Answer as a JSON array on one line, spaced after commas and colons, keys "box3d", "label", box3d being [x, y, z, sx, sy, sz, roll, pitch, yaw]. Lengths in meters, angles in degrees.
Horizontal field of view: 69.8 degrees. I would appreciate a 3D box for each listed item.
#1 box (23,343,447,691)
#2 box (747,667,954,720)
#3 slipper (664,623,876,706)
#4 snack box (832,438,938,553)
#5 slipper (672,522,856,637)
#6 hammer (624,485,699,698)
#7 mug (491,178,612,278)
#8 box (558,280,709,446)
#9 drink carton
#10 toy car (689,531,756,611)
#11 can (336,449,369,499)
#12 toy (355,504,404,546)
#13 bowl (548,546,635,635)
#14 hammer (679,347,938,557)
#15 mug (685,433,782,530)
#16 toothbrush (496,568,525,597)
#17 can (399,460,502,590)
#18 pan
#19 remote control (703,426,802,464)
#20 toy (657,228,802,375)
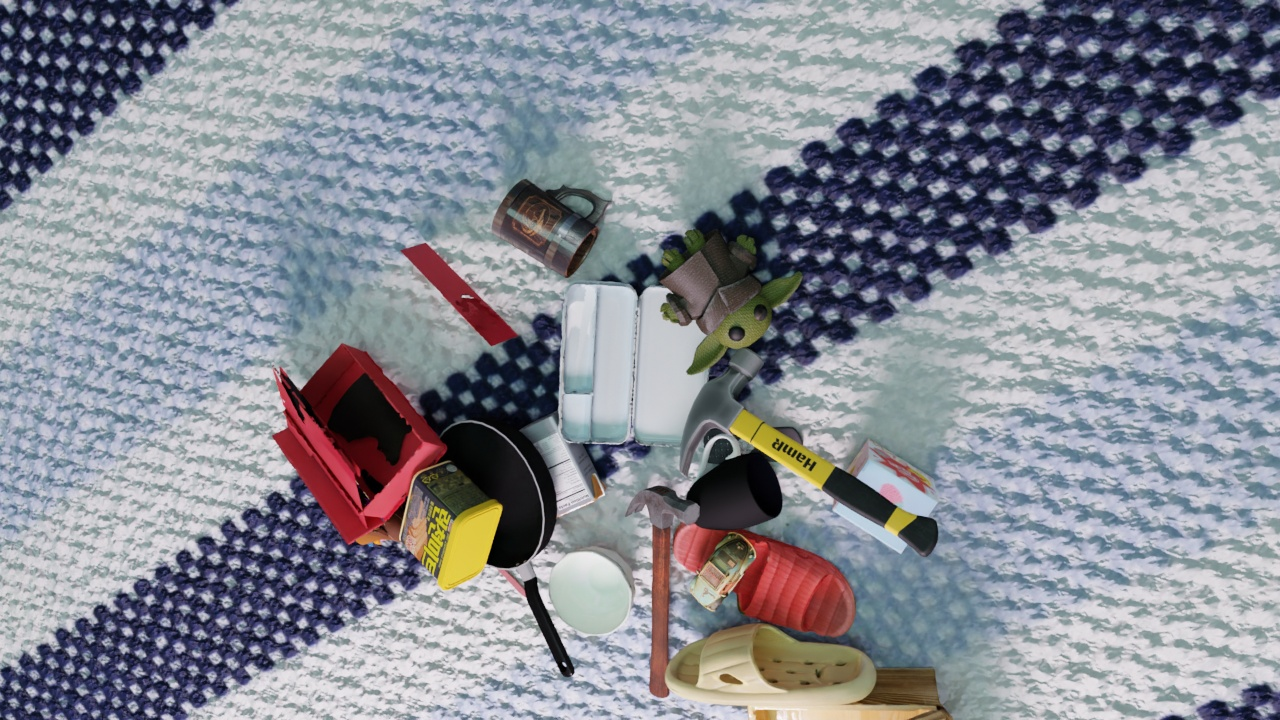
[{"box3d": [-0.488, 0.184, 1.159, 0.466, 0.138, 0.214, -39, 64, -12], "label": "box"}, {"box3d": [0.269, 0.545, 1.072, 0.270, 0.263, 0.279, -6, 97, 13], "label": "box"}, {"box3d": [0.155, 0.364, 1.132, 0.262, 0.111, 0.079, -3, 110, 20], "label": "slipper"}, {"box3d": [0.286, 0.156, 1.077, 0.093, 0.094, 0.080, 33, 106, 7], "label": "snack box"}, {"box3d": [0.152, 0.274, 1.153, 0.249, 0.059, 0.104, 24, 105, 10], "label": "slipper"}, {"box3d": [0.026, 0.303, 1.188, 0.111, 0.028, 0.301, 20, 117, 47], "label": "hammer"}, {"box3d": [-0.107, -0.176, 1.134, 0.107, 0.080, 0.115, 33, 80, 5], "label": "mug"}, {"box3d": [-0.008, 0.006, 1.145, 0.190, 0.037, 0.209, 0, 102, -5], "label": "box"}, {"box3d": [-0.105, 0.134, 1.198, 0.076, 0.048, 0.125, -26, 93, 17], "label": "drink carton"}, {"box3d": [0.094, 0.262, 1.124, 0.047, 0.047, 0.112, 41, 115, 24], "label": "toy car"}, {"box3d": [-0.387, 0.152, 1.280, 0.038, 0.038, 0.079, -32, 91, 17], "label": "can"}, {"box3d": [-0.355, 0.246, 1.293, 0.090, 0.070, 0.103, -27, 116, 30], "label": "toy"}, {"box3d": [-0.056, 0.295, 1.207, 0.117, 0.061, 0.117, 4, 101, 20], "label": "bowl"}, {"box3d": [0.187, 0.122, 1.039, 0.325, 0.034, 0.169, 32, 83, 31], "label": "hammer"}, {"box3d": [0.105, 0.152, 1.133, 0.100, 0.084, 0.119, -25, 82, 31], "label": "mug"}, {"box3d": [-0.219, 0.261, 1.270, 0.184, 0.015, 0.015, 47, 114, 0], "label": "toothbrush"}, {"box3d": [-0.247, 0.210, 1.180, 0.101, 0.072, 0.131, 37, 124, 28], "label": "can"}, {"box3d": [-0.158, 0.239, 1.192, 0.205, 0.044, 0.355, -28, 87, 40], "label": "pan"}, {"box3d": [0.140, 0.107, 1.150, 0.124, 0.009, 0.046, -3, 99, 15], "label": "remote control"}, {"box3d": [0.091, -0.082, 1.081, 0.179, 0.078, 0.153, -42, 100, 0], "label": "toy"}]
